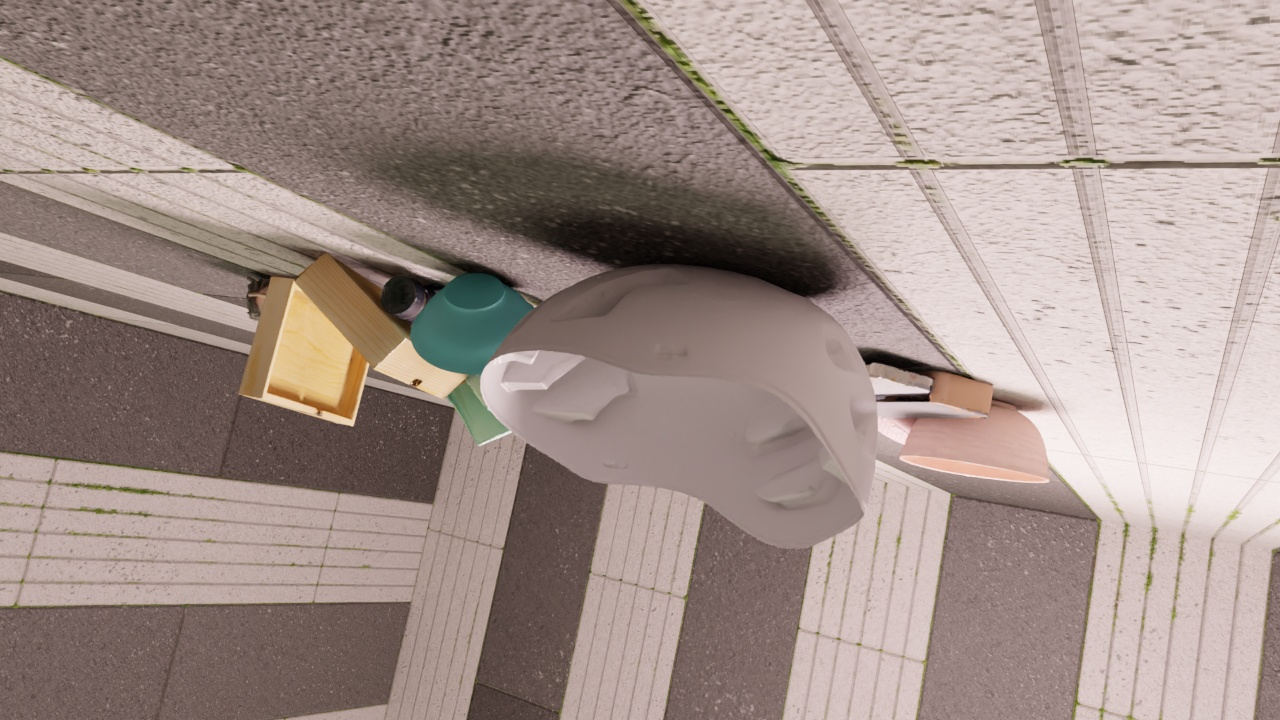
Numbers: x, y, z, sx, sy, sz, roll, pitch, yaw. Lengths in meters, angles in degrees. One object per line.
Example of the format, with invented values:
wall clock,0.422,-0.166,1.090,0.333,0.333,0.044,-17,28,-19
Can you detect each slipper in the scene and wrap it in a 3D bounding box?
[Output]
slipper,0.361,0.090,1.108,0.221,0.055,0.107,24,176,-14

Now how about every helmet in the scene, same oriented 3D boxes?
helmet,0.026,0.031,0.665,0.282,0.183,0.225,3,149,-5

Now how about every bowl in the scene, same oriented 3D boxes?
bowl,0.360,0.082,0.982,0.153,0.076,0.153,10,172,1
bowl,-0.149,-0.045,0.831,0.121,0.120,0.046,11,133,7

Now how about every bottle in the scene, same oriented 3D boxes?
bottle,-0.212,-0.049,0.956,0.056,0.056,0.160,9,172,17

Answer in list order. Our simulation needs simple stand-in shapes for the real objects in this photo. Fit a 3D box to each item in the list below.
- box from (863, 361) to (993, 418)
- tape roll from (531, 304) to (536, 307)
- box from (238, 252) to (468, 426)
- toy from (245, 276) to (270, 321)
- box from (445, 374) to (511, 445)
box,0.234,0.029,0.947,0.150,0.043,0.217,19,170,-20
tape roll,-0.139,-0.050,0.932,0.094,0.019,0.094,8,179,0
box,-0.311,-0.015,1.000,0.184,0.141,0.248,-22,169,-1
toy,-0.410,-0.059,1.126,0.132,0.076,0.176,17,163,-40
box,-0.216,0.033,1.172,0.077,0.080,0.188,17,-158,-46
